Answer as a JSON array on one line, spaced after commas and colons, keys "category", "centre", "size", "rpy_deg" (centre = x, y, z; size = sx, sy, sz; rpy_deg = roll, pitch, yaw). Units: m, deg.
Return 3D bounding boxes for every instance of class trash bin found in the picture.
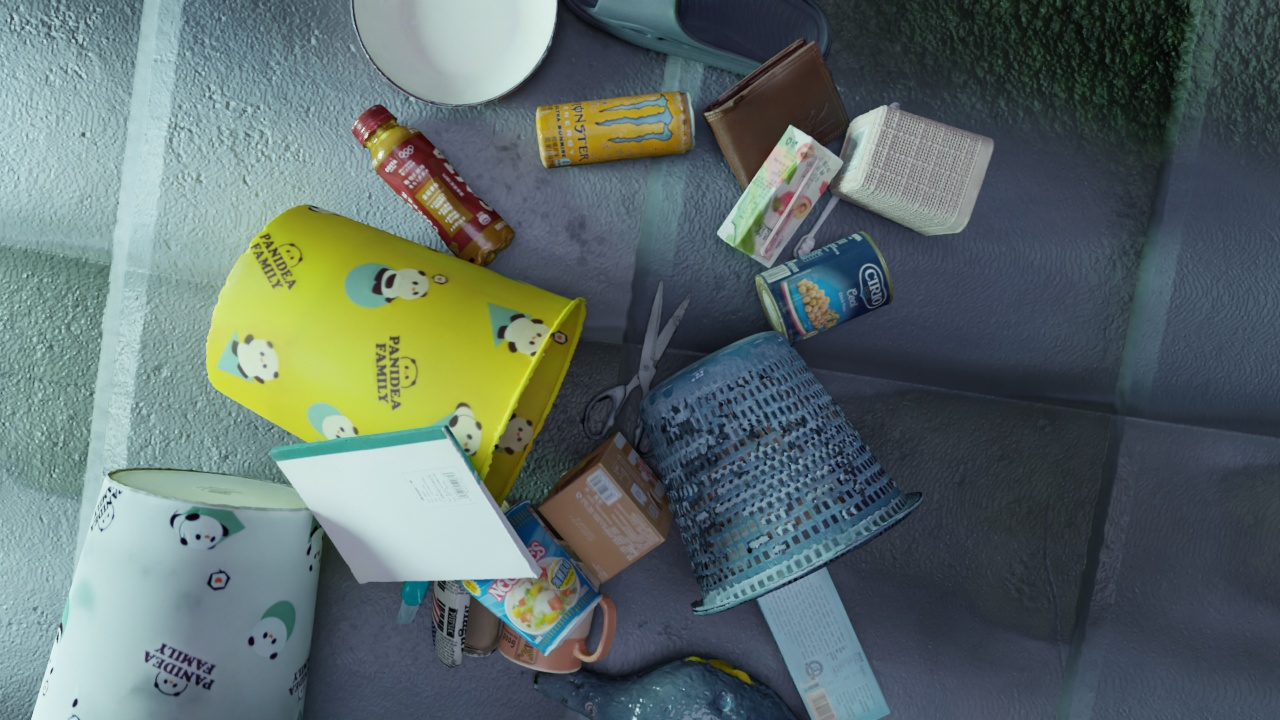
[{"category": "trash bin", "centre": [-0.208, -0.002, 0.799], "size": [0.255, 0.229, 0.229], "rpy_deg": [25, 92, 2]}, {"category": "trash bin", "centre": [0.105, 0.089, 0.826], "size": [0.226, 0.226, 0.195], "rpy_deg": [-27, 81, 0]}, {"category": "trash bin", "centre": [-0.394, 0.234, 0.809], "size": [0.229, 0.229, 0.252], "rpy_deg": [10, 87, -3]}]

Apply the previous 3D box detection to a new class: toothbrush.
[{"category": "toothbrush", "centre": [0.203, -0.175, 0.896], "size": [0.016, 0.016, 0.180], "rpy_deg": [33, 91, -14]}]

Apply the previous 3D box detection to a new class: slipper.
[{"category": "slipper", "centre": [0.057, -0.340, 0.850], "size": [0.268, 0.083, 0.110], "rpy_deg": [19, 91, -4]}]

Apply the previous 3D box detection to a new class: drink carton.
[{"category": "drink carton", "centre": [0.131, -0.152, 0.863], "size": [0.053, 0.045, 0.123], "rpy_deg": [26, 104, -35]}]

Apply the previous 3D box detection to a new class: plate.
[{"category": "plate", "centre": [-0.172, -0.331, 0.863], "size": [0.192, 0.039, 0.192], "rpy_deg": [0, 94, -2]}]

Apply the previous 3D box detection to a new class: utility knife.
[{"category": "utility knife", "centre": [-0.210, 0.183, 0.907], "size": [0.029, 0.013, 0.174], "rpy_deg": [20, 96, -1]}]

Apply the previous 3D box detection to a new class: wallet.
[{"category": "wallet", "centre": [0.131, -0.226, 0.867], "size": [0.124, 0.032, 0.101], "rpy_deg": [-35, 123, 2]}]

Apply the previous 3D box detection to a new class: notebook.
[{"category": "notebook", "centre": [-0.193, 0.121, 0.735], "size": [0.210, 0.012, 0.150], "rpy_deg": [-9, 119, 34]}]

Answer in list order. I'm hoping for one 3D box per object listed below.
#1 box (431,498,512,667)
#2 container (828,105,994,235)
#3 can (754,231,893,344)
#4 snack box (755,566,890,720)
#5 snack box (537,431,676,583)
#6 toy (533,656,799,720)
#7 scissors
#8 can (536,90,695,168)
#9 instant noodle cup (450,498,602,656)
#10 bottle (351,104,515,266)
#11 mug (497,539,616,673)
[{"category": "box", "centre": [-0.170, 0.210, 0.874], "size": [0.076, 0.086, 0.163], "rpy_deg": [10, 96, 15]}, {"category": "container", "centre": [0.247, -0.177, 0.854], "size": [0.111, 0.090, 0.090], "rpy_deg": [17, 93, -10]}, {"category": "can", "centre": [0.172, -0.067, 0.872], "size": [0.111, 0.075, 0.075], "rpy_deg": [-23, 94, 0]}, {"category": "snack box", "centre": [0.174, 0.280, 0.905], "size": [0.074, 0.051, 0.175], "rpy_deg": [-24, 95, -2]}, {"category": "snack box", "centre": [-0.028, 0.136, 0.861], "size": [0.077, 0.094, 0.093], "rpy_deg": [-38, 94, 16]}, {"category": "toy", "centre": [0.069, 0.360, 0.896], "size": [0.356, 0.091, 0.138], "rpy_deg": [23, 120, -2]}, {"category": "scissors", "centre": [0.007, 0.015, 0.905], "size": [0.165, 0.014, 0.163], "rpy_deg": [-28, 93, -1]}, {"category": "can", "centre": [-0.024, -0.218, 0.865], "size": [0.146, 0.058, 0.058], "rpy_deg": [-7, 94, -1]}, {"category": "instant noodle cup", "centre": [-0.094, 0.192, 0.798], "size": [0.110, 0.099, 0.099], "rpy_deg": [42, 91, 10]}, {"category": "bottle", "centre": [-0.197, -0.163, 0.863], "size": [0.057, 0.057, 0.175], "rpy_deg": [-44, 94, 1]}, {"category": "mug", "centre": [-0.072, 0.235, 0.870], "size": [0.115, 0.081, 0.106], "rpy_deg": [14, 91, 36]}]
